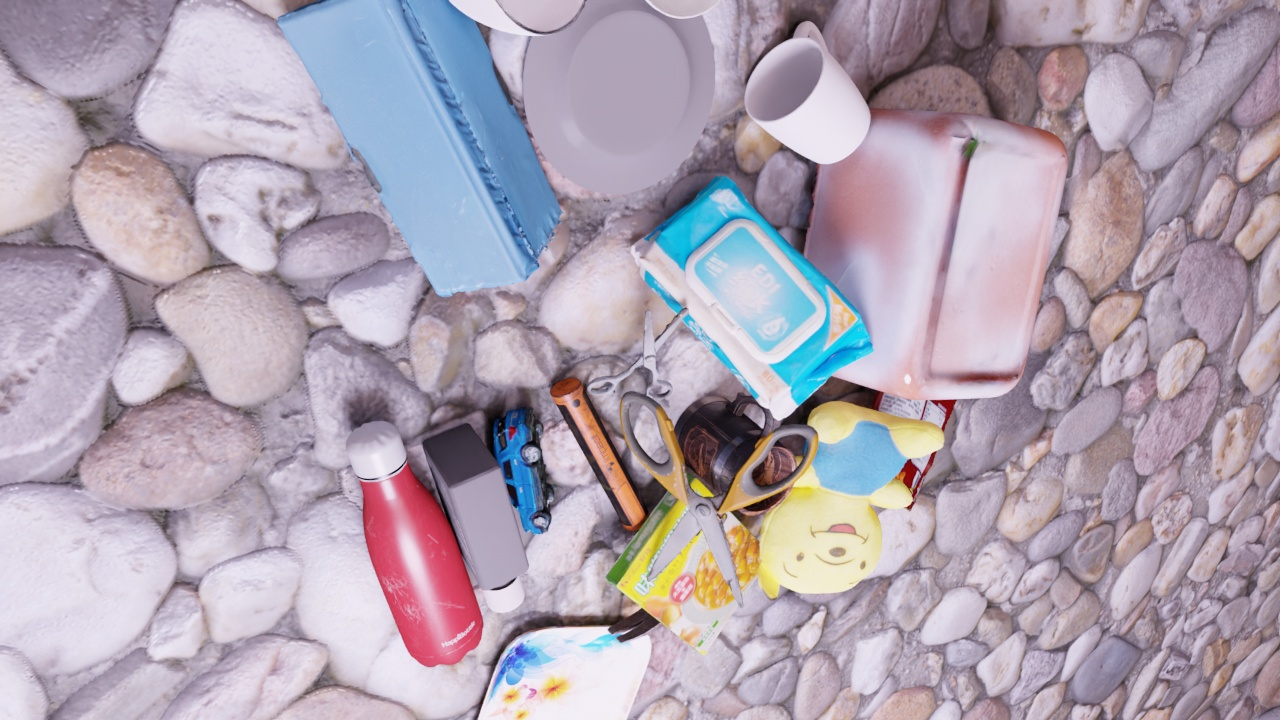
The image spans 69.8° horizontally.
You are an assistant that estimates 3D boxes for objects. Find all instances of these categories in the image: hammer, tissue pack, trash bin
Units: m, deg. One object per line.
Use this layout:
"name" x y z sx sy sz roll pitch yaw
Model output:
"hammer" -0.022 0.150 0.904 0.137 0.035 0.315 -38 124 -19
"tissue pack" 0.098 -0.054 0.803 0.117 0.066 0.209 -42 86 -4
"trash bin" 0.270 -0.100 0.860 0.181 0.157 0.260 0 103 -32

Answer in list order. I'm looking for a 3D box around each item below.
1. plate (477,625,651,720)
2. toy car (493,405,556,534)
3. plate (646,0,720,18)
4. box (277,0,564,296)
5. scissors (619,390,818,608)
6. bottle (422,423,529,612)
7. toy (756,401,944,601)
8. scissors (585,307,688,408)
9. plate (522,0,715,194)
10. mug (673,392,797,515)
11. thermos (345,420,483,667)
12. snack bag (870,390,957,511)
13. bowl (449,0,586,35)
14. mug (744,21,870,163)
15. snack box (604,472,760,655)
"plate" -0.086 0.360 0.983 0.186 0.016 0.187 10 107 -33
"toy car" -0.104 0.100 0.827 0.043 0.056 0.120 -8 114 2
"plate" 0.027 -0.320 0.711 0.104 0.026 0.104 -10 111 -29
"box" -0.148 -0.173 0.682 0.232 0.094 0.111 65 31 -33
"scissors" 0.068 0.115 0.836 0.230 0.016 0.225 -26 89 23
"bottle" -0.138 0.150 0.811 0.046 0.084 0.174 -23 123 -20
"toy" 0.200 0.143 0.934 0.149 0.084 0.214 13 105 -11
"scissors" 0.016 0.001 0.831 0.142 0.014 0.147 -33 143 31
"plate" -0.011 -0.223 0.743 0.178 0.012 0.179 -13 116 -27
"mug" 0.095 0.077 0.895 0.079 0.107 0.116 0 113 -30
"thermos" -0.196 0.157 0.786 0.073 0.073 0.240 -22 122 -20
"snack bag" 0.307 0.052 1.023 0.139 0.067 0.207 34 78 -32
"bowl" -0.092 -0.279 0.623 0.116 0.066 0.116 -19 114 -50
"mug" 0.152 -0.238 0.805 0.087 0.081 0.114 26 67 -42
"snack box" 0.055 0.210 0.940 0.131 0.027 0.168 -52 128 -12
